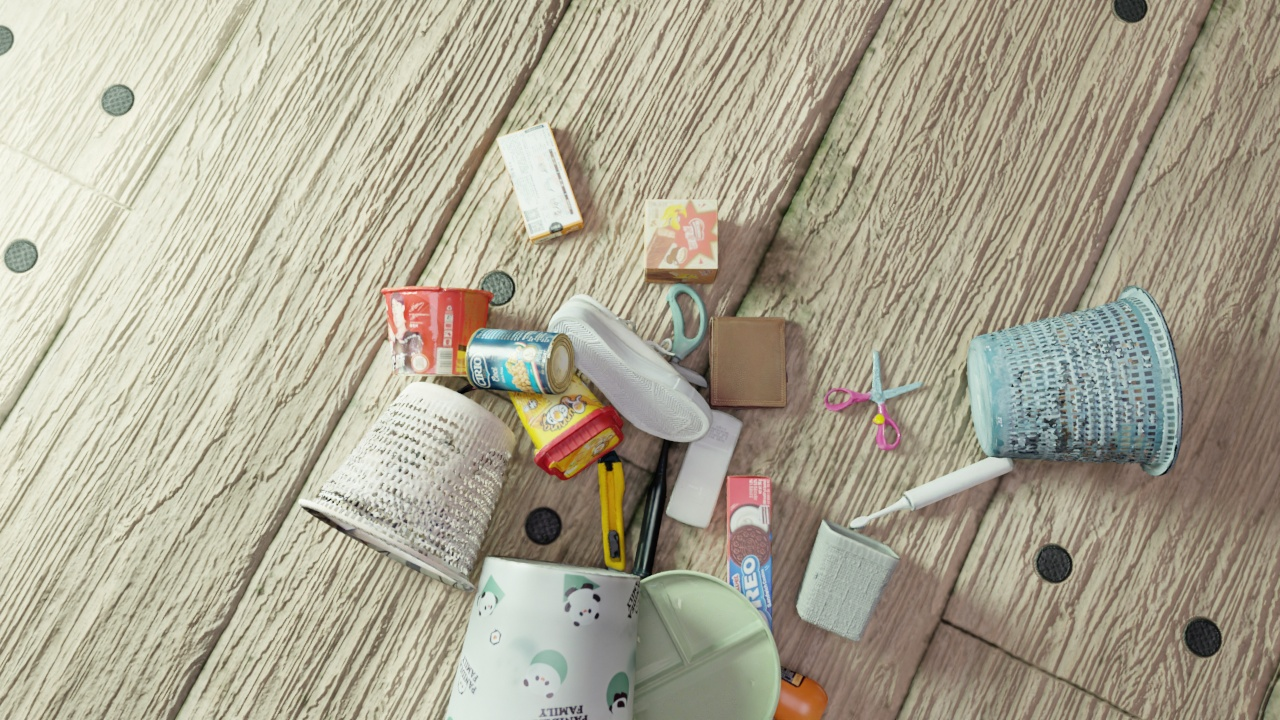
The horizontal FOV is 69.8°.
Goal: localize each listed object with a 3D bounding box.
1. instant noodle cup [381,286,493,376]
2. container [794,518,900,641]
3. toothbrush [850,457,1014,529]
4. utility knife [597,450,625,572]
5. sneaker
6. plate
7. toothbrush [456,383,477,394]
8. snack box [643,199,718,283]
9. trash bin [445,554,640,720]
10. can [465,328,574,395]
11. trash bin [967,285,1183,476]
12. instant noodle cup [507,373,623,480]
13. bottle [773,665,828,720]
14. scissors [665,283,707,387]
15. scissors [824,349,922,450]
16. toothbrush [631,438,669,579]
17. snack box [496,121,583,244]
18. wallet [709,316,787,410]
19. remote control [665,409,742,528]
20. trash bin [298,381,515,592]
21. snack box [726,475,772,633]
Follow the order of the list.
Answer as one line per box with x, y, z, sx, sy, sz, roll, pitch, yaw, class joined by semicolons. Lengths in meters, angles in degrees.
-0.258;-0.034;1.155;0.138;0.138;0.108;1;89;1;instant noodle cup
0.246;0.268;1.116;0.090;0.090;0.114;22;92;4;container
0.368;0.169;1.165;0.221;0.026;0.026;-22;55;-3;toothbrush
-0.031;0.229;1.166;0.033;0.015;0.230;-5;82;2;utility knife
-0.007;0.007;1.157;0.242;0.090;0.090;40;123;-10;sneaker
0.058;0.366;1.103;0.231;0.027;0.230;-1;87;23;plate
-0.202;0.028;1.202;0.189;0.014;0.017;-16;52;-4;toothbrush
0.052;-0.154;1.193;0.094;0.077;0.092;1;81;0;snack box
-0.107;0.359;1.042;0.229;0.230;0.251;7;80;2;trash bin
-0.142;0.001;1.094;0.111;0.075;0.075;4;80;21;can
0.506;0.033;1.105;0.195;0.226;0.226;-6;81;12;trash bin
-0.098;0.068;1.150;0.116;0.116;0.123;-35;70;-3;instant noodle cup
0.151;0.394;1.118;0.149;0.067;0.066;28;82;12;bottle
0.011;-0.025;1.204;0.170;0.019;0.174;9;82;1;scissors
0.302;0.051;1.191;0.136;0.017;0.133;0;77;2;scissors
0.022;0.171;1.169;0.027;0.026;0.212;8;80;22;toothbrush
-0.135;-0.240;1.235;0.075;0.026;0.153;-19;81;-2;snack box
0.140;0.003;1.193;0.101;0.032;0.124;1;82;-2;wallet
0.082;0.137;1.176;0.058;0.021;0.150;20;82;4;remote control
-0.256;0.142;1.098;0.227;0.228;0.191;25;69;4;trash bin
0.134;0.248;1.140;0.057;0.058;0.207;0;82;4;snack box
